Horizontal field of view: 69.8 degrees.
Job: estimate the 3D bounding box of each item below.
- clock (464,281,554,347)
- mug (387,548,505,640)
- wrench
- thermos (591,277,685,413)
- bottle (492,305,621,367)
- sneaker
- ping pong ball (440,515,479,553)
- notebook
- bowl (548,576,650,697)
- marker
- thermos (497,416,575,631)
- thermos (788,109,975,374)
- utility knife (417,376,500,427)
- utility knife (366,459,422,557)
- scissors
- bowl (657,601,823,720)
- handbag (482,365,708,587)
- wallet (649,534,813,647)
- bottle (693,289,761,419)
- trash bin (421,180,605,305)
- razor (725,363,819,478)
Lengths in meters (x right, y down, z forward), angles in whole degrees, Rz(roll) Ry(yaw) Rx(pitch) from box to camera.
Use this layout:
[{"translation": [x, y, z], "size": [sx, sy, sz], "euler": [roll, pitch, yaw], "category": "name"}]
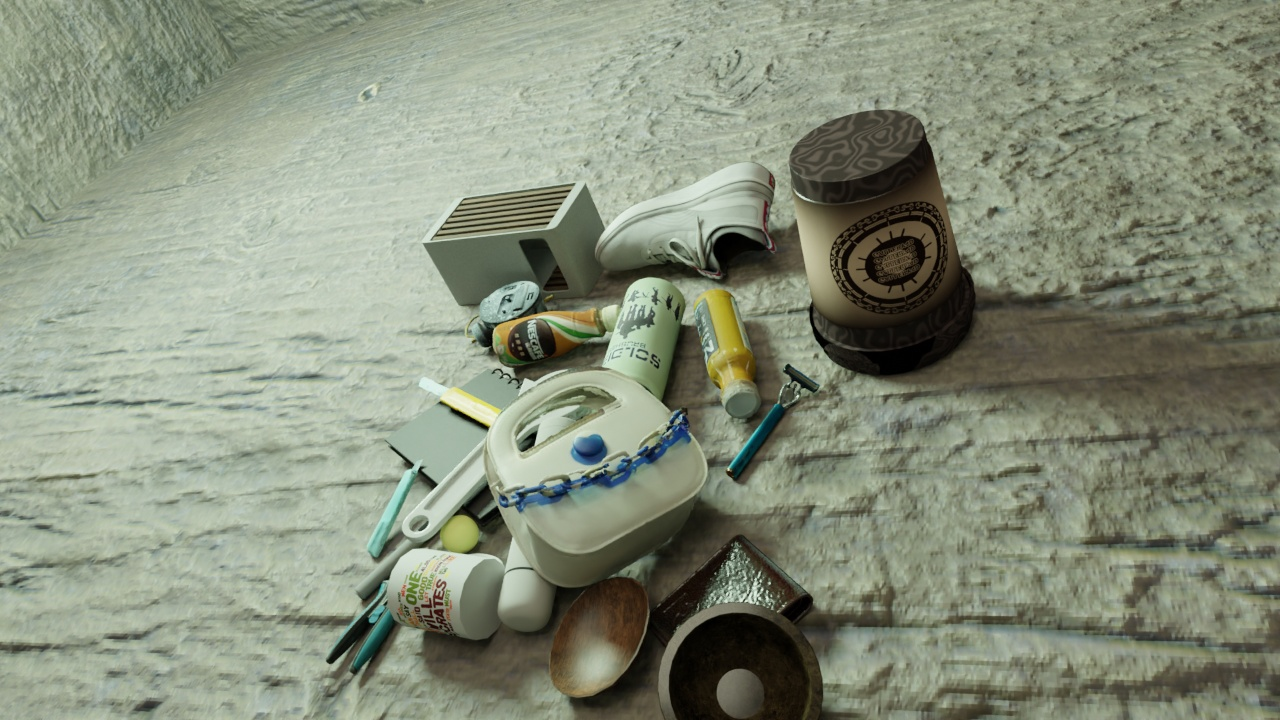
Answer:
[{"translation": [-0.182, -0.060, 1.244], "size": [0.129, 0.052, 0.090], "euler": [-11, 39, 16], "category": "clock"}, {"translation": [-0.176, 0.218, 0.890], "size": [0.090, 0.073, 0.105], "euler": [0, 17, 29], "category": "mug"}, {"translation": [-0.150, 0.100, 1.000], "size": [0.087, 0.018, 0.272], "euler": [20, 51, 29], "category": "wrench"}, {"translation": [-0.006, 0.006, 1.046], "size": [0.082, 0.082, 0.230], "euler": [-8, 40, 21], "category": "thermos"}, {"translation": [-0.102, -0.036, 1.162], "size": [0.167, 0.059, 0.059], "euler": [-13, 38, 14], "category": "bottle"}, {"translation": [0.061, -0.153, 1.203], "size": [0.264, 0.096, 0.128], "euler": [-19, 59, 23], "category": "sneaker"}, {"translation": [-0.189, 0.182, 0.959], "size": [0.040, 0.040, 0.040], "euler": [-15, 37, 12], "category": "ping pong ball"}, {"translation": [-0.176, 0.089, 1.072], "size": [0.168, 0.019, 0.232], "euler": [-37, 38, -24], "category": "notebook"}, {"translation": [-0.030, 0.245, 0.799], "size": [0.102, 0.026, 0.114], "euler": [-14, 40, 36], "category": "bowl"}, {"translation": [-0.250, 0.202, 0.990], "size": [0.016, 0.016, 0.140], "euler": [21, 56, 44], "category": "marker"}, {"translation": [-0.096, 0.158, 0.910], "size": [0.052, 0.052, 0.223], "euler": [-9, 45, 19], "category": "thermos"}, {"translation": [0.240, -0.122, 0.935], "size": [0.173, 0.226, 0.172], "euler": [-15, 37, 12], "category": "thermos"}, {"translation": [-0.209, 0.051, 1.106], "size": [0.207, 0.018, 0.030], "euler": [23, 47, 39], "category": "utility knife"}, {"translation": [-0.276, 0.162, 1.028], "size": [0.022, 0.015, 0.119], "euler": [5, 63, 39], "category": "utility knife"}, {"translation": [-0.257, 0.254, 0.929], "size": [0.132, 0.019, 0.148], "euler": [-24, 35, -3], "category": "scissors"}, {"translation": [0.076, 0.251, 0.701], "size": [0.121, 0.056, 0.121], "euler": [-3, 63, 6], "category": "bowl"}, {"translation": [-0.050, 0.091, 0.871], "size": [0.200, 0.093, 0.199], "euler": [-28, 63, -26], "category": "handbag"}, {"translation": [0.072, 0.212, 0.785], "size": [0.119, 0.031, 0.099], "euler": [-37, 36, -13], "category": "wallet"}, {"translation": [0.097, -0.009, 1.023], "size": [0.053, 0.053, 0.185], "euler": [-19, 37, 8], "category": "bottle"}, {"translation": [-0.174, -0.165, 1.316], "size": [0.229, 0.114, 0.114], "euler": [-2, 42, 28], "category": "trash bin"}, {"translation": [0.130, 0.066, 0.942], "size": [0.042, 0.022, 0.143], "euler": [36, 65, 10], "category": "razor"}]
